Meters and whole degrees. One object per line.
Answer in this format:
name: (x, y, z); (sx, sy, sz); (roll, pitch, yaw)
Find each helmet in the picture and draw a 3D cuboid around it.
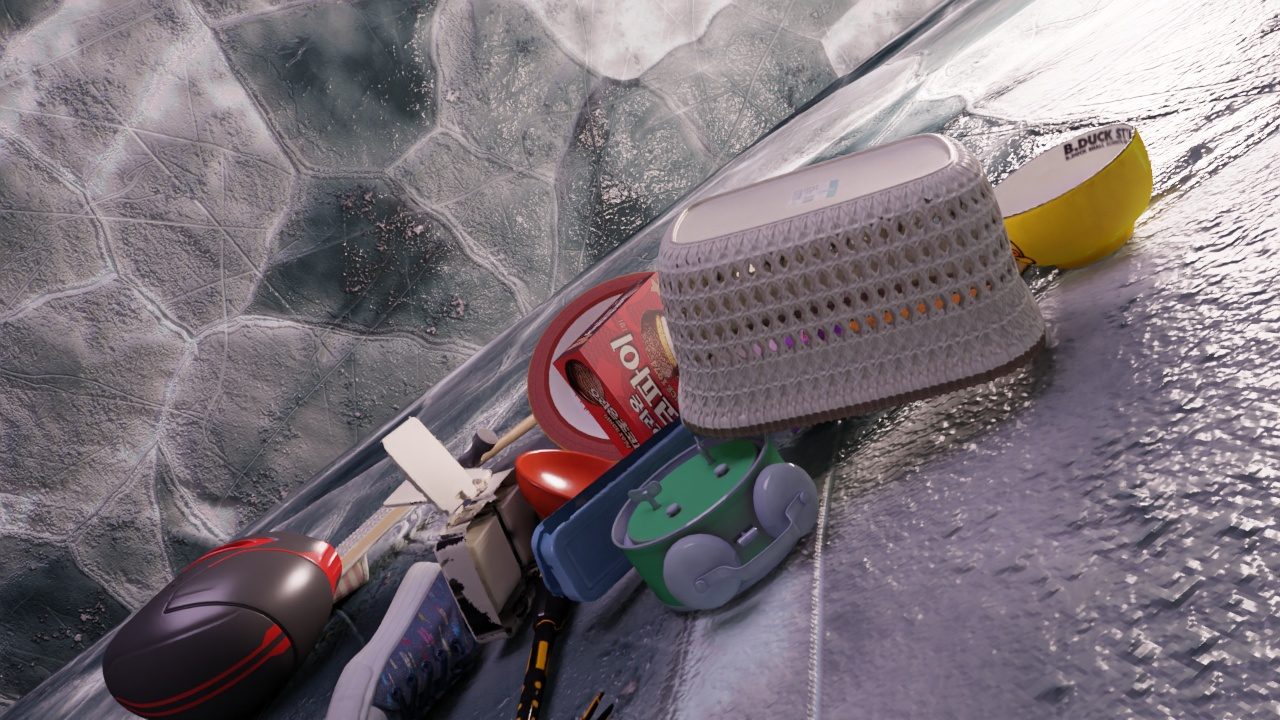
helmet: (-0.462, 0.310, 1.016); (0.264, 0.164, 0.170); (-27, 23, -3)

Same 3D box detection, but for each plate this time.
plate: (-0.005, 0.005, 0.939); (0.230, 0.021, 0.229); (-9, 55, 14)

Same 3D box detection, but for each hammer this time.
hammer: (-0.065, 0.193, 0.666); (0.123, 0.036, 0.320); (-32, 15, 12)
hammer: (-0.163, 0.091, 1.206); (0.120, 0.031, 0.330); (-53, -4, 23)

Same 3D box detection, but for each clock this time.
clock: (0.049, 0.100, 0.585); (0.121, 0.075, 0.162); (-38, 12, -11)

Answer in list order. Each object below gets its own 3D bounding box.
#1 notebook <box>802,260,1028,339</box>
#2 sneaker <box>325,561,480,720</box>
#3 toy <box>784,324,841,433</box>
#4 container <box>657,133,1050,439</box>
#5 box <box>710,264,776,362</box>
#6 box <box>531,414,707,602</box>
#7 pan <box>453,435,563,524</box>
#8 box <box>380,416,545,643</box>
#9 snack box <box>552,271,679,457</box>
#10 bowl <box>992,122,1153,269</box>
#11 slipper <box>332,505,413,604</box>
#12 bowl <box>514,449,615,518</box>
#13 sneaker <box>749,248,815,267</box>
notebook: (0.239, -0.064, 0.822); (0.178, 0.014, 0.250); (-43, 14, -29)
sneaker: (-0.170, 0.242, 0.712); (0.079, 0.087, 0.235); (0, 22, 7)
toy: (0.138, 0.012, 0.720); (0.088, 0.056, 0.106); (-31, 47, 4)
container: (0.128, -0.049, 0.611); (0.246, 0.143, 0.184); (-14, 22, 15)
box: (0.082, -0.024, 0.771); (0.084, 0.162, 0.112); (-44, 18, -2)
box: (0.002, 0.098, 0.693); (0.209, 0.066, 0.049); (-36, 14, -37)
pan: (-0.127, 0.108, 1.135); (0.179, 0.041, 0.356); (-31, 13, 23)
box: (-0.151, 0.136, 0.761); (0.095, 0.185, 0.145); (-40, 3, 19)
snack box: (0.015, 0.021, 0.794); (0.036, 0.152, 0.132); (-25, 16, 43)
bowl: (0.311, -0.109, 0.660); (0.117, 0.067, 0.117); (-35, 12, 8)
slipper: (-0.390, 0.276, 1.219); (0.262, 0.052, 0.115); (-47, 13, -25)
bowl: (-0.051, 0.115, 0.787); (0.122, 0.122, 0.035); (-103, 27, -77)
sneaker: (0.112, -0.091, 1.112); (0.269, 0.103, 0.132); (-33, 18, 1)
